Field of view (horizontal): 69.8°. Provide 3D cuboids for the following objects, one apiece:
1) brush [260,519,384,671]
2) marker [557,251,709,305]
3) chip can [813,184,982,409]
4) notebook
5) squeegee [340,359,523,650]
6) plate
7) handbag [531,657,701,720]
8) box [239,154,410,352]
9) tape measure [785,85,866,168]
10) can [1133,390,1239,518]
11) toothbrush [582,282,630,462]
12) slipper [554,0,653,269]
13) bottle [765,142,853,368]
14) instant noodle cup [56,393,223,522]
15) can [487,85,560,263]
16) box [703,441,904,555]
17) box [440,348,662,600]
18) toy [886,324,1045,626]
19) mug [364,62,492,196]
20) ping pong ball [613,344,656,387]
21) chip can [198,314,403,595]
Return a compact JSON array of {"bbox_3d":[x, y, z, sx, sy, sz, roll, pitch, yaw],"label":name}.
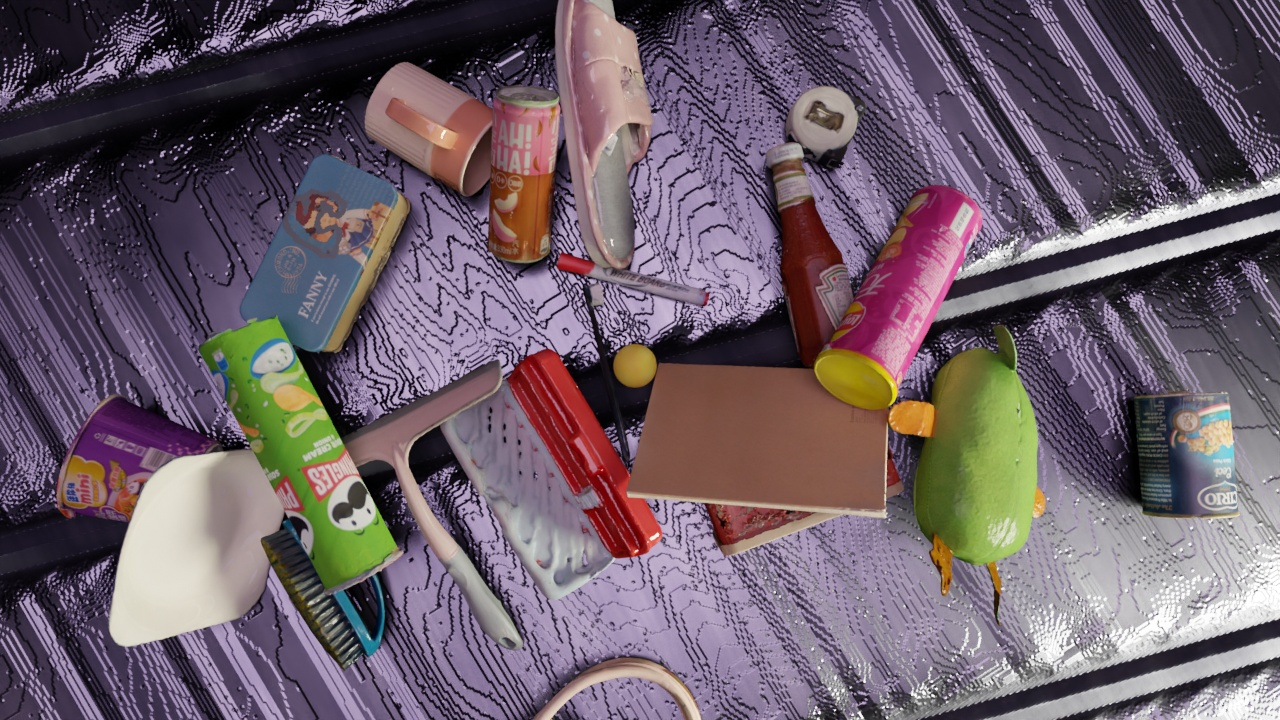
[{"bbox_3d":[-0.276,0.201,0.825,0.073,0.055,0.144,-33,90,-28],"label":"brush"},{"bbox_3d":[-0.007,-0.076,0.861,0.145,0.017,0.017,15,86,1],"label":"marker"},{"bbox_3d":[0.228,-0.059,0.799,0.071,0.072,0.210,34,64,2],"label":"chip can"},{"bbox_3d":[0.105,0.061,0.788,0.212,0.012,0.149,2,48,15],"label":"notebook"},{"bbox_3d":[-0.172,0.160,0.816,0.248,0.040,0.249,-26,98,17],"label":"squeegee"},{"bbox_3d":[-0.374,0.149,0.775,0.034,0.163,0.164,19,94,22],"label":"plate"},{"bbox_3d":[-0.038,0.377,0.810,0.193,0.093,0.234,33,79,2],"label":"handbag"},{"bbox_3d":[-0.289,-0.090,0.839,0.090,0.060,0.184,23,85,2],"label":"box"},{"bbox_3d":[0.171,-0.222,0.863,0.066,0.033,0.065,22,85,1],"label":"tape measure"},{"bbox_3d":[0.490,0.083,0.826,0.075,0.075,0.111,-2,86,-1],"label":"can"},{"bbox_3d":[-0.028,0.007,0.827,0.018,0.016,0.181,-8,65,-10],"label":"toothbrush"},{"bbox_3d":[-0.026,-0.220,0.827,0.054,0.114,0.274,-5,88,23],"label":"slipper"},{"bbox_3d":[0.154,-0.097,0.842,0.060,0.060,0.206,-13,86,-1],"label":"bottle"},{"bbox_3d":[-0.433,0.097,0.809,0.099,0.111,0.111,19,86,-9],"label":"instant noodle cup"},{"bbox_3d":[-0.104,-0.163,0.813,0.058,0.057,0.147,7,119,0],"label":"can"},{"bbox_3d":[0.136,0.104,0.814,0.168,0.091,0.076,-21,90,-2],"label":"box"},{"bbox_3d":[-0.083,0.105,0.814,0.098,0.119,0.201,-30,88,-30],"label":"box"},{"bbox_3d":[0.291,0.096,0.798,0.227,0.090,0.246,31,63,-33],"label":"toy"},{"bbox_3d":[-0.186,-0.209,0.821,0.106,0.114,0.082,31,101,4],"label":"mug"},{"bbox_3d":[-0.005,0.005,0.844,0.040,0.040,0.040,0,86,-1],"label":"ping pong ball"},{"bbox_3d":[-0.288,0.078,0.778,0.072,0.072,0.236,-27,92,-2],"label":"chip can"}]
